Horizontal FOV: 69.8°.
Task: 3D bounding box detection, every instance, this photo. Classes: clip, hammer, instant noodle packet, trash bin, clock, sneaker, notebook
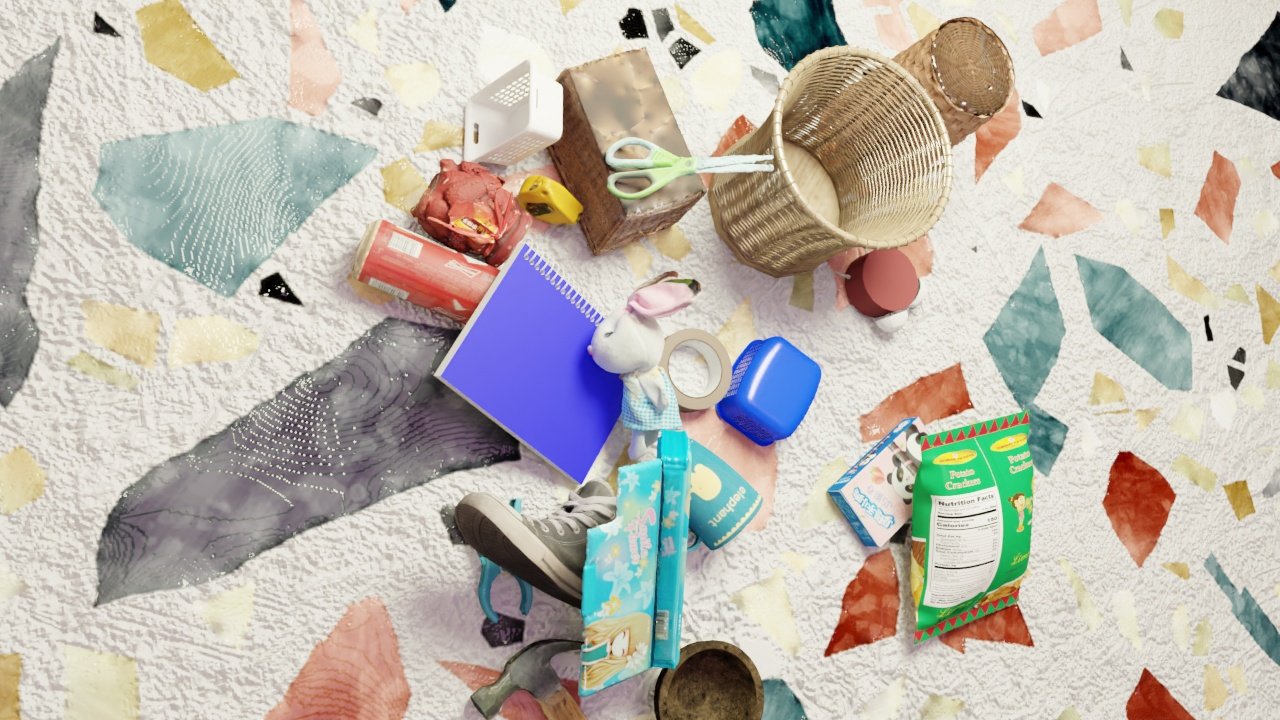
[{"bbox_3d":[-0.130,0.202,0.943,0.113,0.028,0.126,1,79,-20],"label":"clip"},{"bbox_3d":[-0.026,0.428,0.940,0.132,0.033,0.330,-37,96,-24],"label":"hammer"},{"bbox_3d":[0.400,0.197,1.104,0.195,0.090,0.253,-9,103,-31],"label":"instant noodle packet"},{"bbox_3d":[0.337,-0.304,1.122,0.151,0.210,0.151,4,79,-21],"label":"trash bin"},{"bbox_3d":[0.311,-0.091,1.162,0.124,0.044,0.087,46,67,-8],"label":"clock"},{"bbox_3d":[-0.080,0.160,0.902,0.234,0.095,0.119,40,62,-37],"label":"sneaker"},{"bbox_3d":[-0.091,0.004,0.955,0.209,0.022,0.171,43,66,-34],"label":"notebook"}]

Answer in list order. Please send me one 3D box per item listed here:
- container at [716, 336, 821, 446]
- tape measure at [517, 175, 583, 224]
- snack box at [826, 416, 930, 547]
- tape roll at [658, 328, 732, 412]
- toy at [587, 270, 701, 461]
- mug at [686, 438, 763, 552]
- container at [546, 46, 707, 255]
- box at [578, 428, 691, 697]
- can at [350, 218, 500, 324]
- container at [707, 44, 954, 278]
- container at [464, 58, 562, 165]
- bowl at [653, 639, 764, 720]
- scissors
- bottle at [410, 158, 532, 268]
[{"bbox_3d":[0.154,0.033,1.068,0.096,0.058,0.114,36,69,-12],"label":"container"},{"bbox_3d":[-0.105,-0.175,1.002,0.068,0.059,0.030,42,61,-45],"label":"tape measure"},{"bbox_3d":[0.308,0.148,1.123,0.153,0.033,0.088,-36,95,-24],"label":"snack box"},{"bbox_3d":[0.056,0.012,1.048,0.093,0.030,0.093,4,79,-21],"label":"tape roll"},{"bbox_3d":[-0.006,0.006,0.972,0.105,0.131,0.205,4,102,-9],"label":"toy"},{"bbox_3d":[0.058,0.152,0.998,0.112,0.084,0.104,-44,92,-12],"label":"mug"},{"bbox_3d":[-0.024,-0.232,1.017,0.113,0.113,0.198,-23,88,-24],"label":"container"},{"bbox_3d":[0.010,0.196,0.892,0.180,0.074,0.227,-24,120,-62],"label":"box"},{"bbox_3d":[-0.206,-0.084,0.940,0.170,0.067,0.067,23,72,-16],"label":"can"},{"bbox_3d":[0.204,-0.210,1.058,0.226,0.197,0.226,4,79,-21],"label":"container"},{"bbox_3d":[-0.133,-0.256,0.977,0.049,0.129,0.080,9,76,-41],"label":"container"},{"bbox_3d":[0.064,0.357,0.973,0.121,0.056,0.121,4,79,-21],"label":"bowl"},{"bbox_3d":[0.051,-0.194,0.933,0.175,0.033,0.072,-1,73,8],"label":"scissors"},{"bbox_3d":[-0.174,-0.153,0.948,0.111,0.099,0.098,37,69,-22],"label":"bottle"}]
